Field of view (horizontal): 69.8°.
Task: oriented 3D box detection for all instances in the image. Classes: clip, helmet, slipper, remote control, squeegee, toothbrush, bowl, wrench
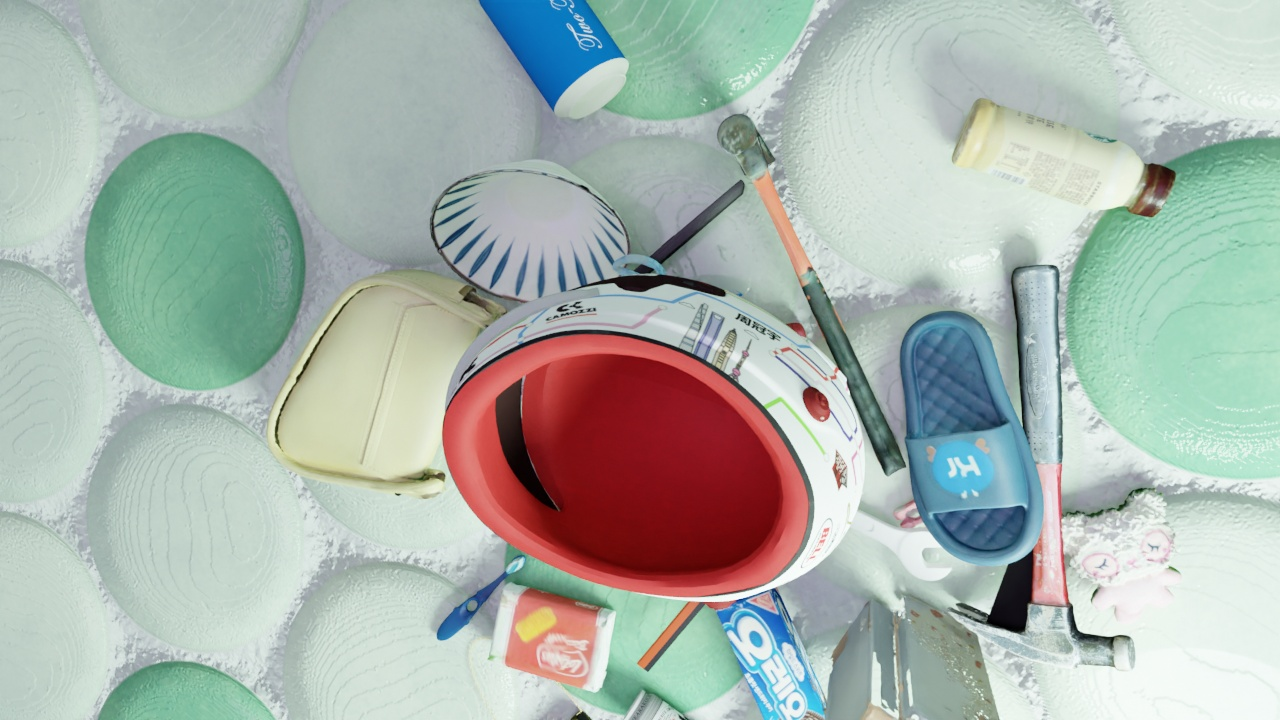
[{"bbox_3d":[0.254,0.133,0.805,0.058,0.022,0.037,-31,92,20],"label":"clip"},{"bbox_3d":[0.016,0.051,0.710,0.314,0.235,0.231,21,108,-5],"label":"helmet"},{"bbox_3d":[0.259,0.063,0.756,0.104,0.059,0.213,-20,74,39],"label":"slipper"},{"bbox_3d":[0.045,-0.117,0.821,0.125,0.039,0.010,-40,90,13],"label":"remote control"},{"bbox_3d":[0.009,0.137,0.847,0.185,0.055,0.250,41,104,18],"label":"squeegee"},{"bbox_3d":[-0.161,0.239,0.916,0.132,0.016,0.021,-45,81,13],"label":"toothbrush"},{"bbox_3d":[-0.093,-0.129,0.821,0.177,0.177,0.070,-2,54,14],"label":"bowl"},{"bbox_3d":[0.149,0.121,0.824,0.273,0.009,0.047,25,117,13],"label":"wrench"}]

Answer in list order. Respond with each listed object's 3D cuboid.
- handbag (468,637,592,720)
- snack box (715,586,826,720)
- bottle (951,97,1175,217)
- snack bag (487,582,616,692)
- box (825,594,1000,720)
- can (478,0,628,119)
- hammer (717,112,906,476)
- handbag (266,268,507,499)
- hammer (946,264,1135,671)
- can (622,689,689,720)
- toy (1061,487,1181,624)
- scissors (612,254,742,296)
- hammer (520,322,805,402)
[{"bbox_3d":[-0.106,0.349,0.914,0.178,0.027,0.084,45,102,11],"label":"handbag"},{"bbox_3d":[0.138,0.310,0.830,0.059,0.059,0.226,-24,89,11],"label":"snack box"},{"bbox_3d":[0.338,-0.160,0.737,0.162,0.056,0.056,21,100,10],"label":"bottle"},{"bbox_3d":[-0.086,0.267,0.888,0.116,0.036,0.077,12,92,12],"label":"snack bag"},{"bbox_3d":[0.209,0.268,0.728,0.096,0.216,0.105,37,105,7],"label":"box"},{"bbox_3d":[-0.079,-0.292,0.812,0.079,0.078,0.146,-35,87,14],"label":"can"},{"bbox_3d":[0.149,-0.050,0.773,0.033,0.133,0.333,-24,98,13],"label":"hammer"},{"bbox_3d":[-0.240,0.017,0.877,0.191,0.088,0.233,25,104,8],"label":"handbag"},{"bbox_3d":[0.325,0.085,0.762,0.141,0.036,0.326,-3,88,39],"label":"hammer"},{"bbox_3d":[0.035,0.359,0.867,0.106,0.044,0.044,34,102,8],"label":"can"},{"bbox_3d":[0.405,0.167,0.763,0.096,0.041,0.109,-23,95,14],"label":"toy"},{"bbox_3d":[0.031,-0.065,0.816,0.132,0.105,0.019,-1,55,16],"label":"scissors"},{"bbox_3d":[-0.005,0.005,0.849,0.316,0.036,0.126,-12,90,13],"label":"hammer"}]
